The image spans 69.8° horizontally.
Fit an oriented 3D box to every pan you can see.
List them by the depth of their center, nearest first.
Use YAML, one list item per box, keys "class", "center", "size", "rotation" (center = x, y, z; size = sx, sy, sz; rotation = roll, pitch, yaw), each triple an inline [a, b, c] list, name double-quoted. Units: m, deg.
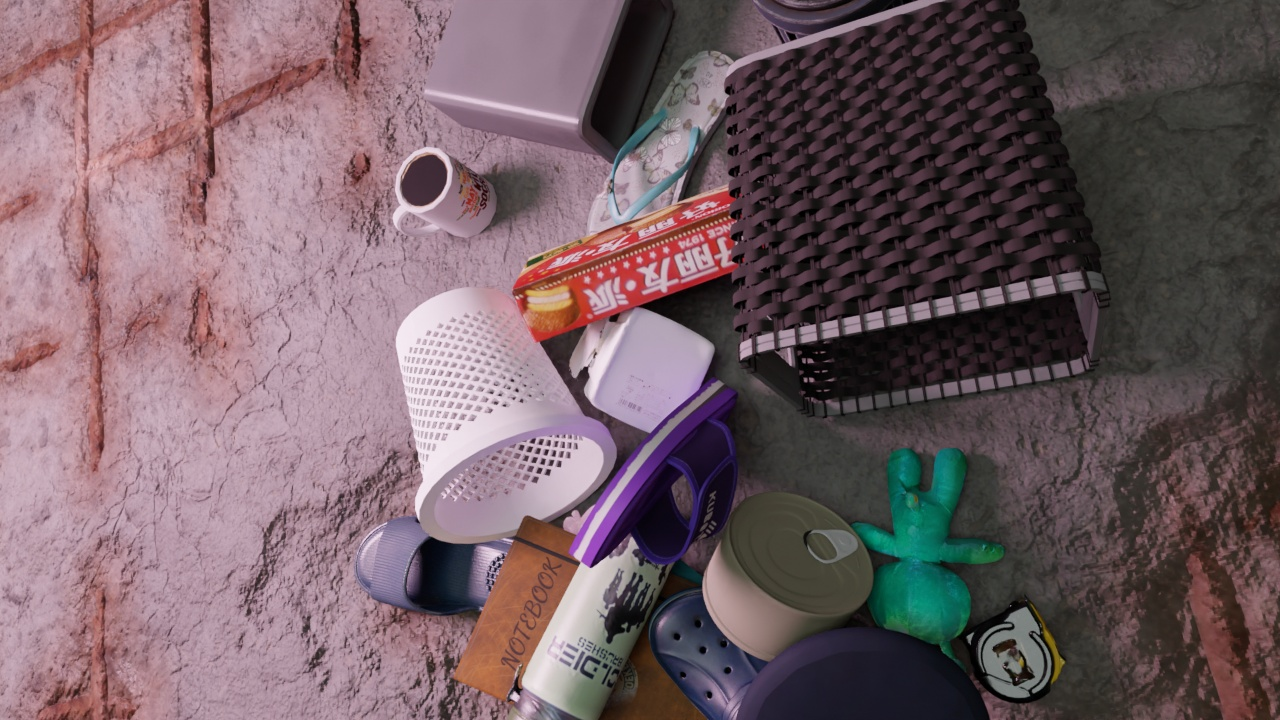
- class: "pan"
  center: [0.251, 0.298, 0.706]
  size: [0.356, 0.021, 0.199]
  rotation: [-2, 102, 4]

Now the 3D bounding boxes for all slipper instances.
- class: "slipper"
  center: [0.112, 0.292, 0.771]
  size: [0.105, 0.095, 0.253]
  rotation: [-42, 79, -2]
- class: "slipper"
  center: [0.045, 0.100, 0.774]
  size: [0.084, 0.265, 0.107]
  rotation: [33, 117, 10]
- class: "slipper"
  center: [-0.203, 0.215, 0.951]
  size: [0.264, 0.082, 0.101]
  rotation: [2, 79, 24]
- class: "slipper"
  center: [0.011, -0.208, 0.955]
  size: [0.098, 0.054, 0.268]
  rotation: [27, 90, 28]

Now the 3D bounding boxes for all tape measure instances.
- class: "tape measure"
  center: [0.303, 0.238, 0.743]
  size: [0.071, 0.042, 0.072]
  rotation: [-34, 71, 11]

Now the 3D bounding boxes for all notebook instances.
- class: "notebook"
  center: [-0.022, 0.256, 0.846]
  size: [0.249, 0.014, 0.178]
  rotation: [21, 74, 9]

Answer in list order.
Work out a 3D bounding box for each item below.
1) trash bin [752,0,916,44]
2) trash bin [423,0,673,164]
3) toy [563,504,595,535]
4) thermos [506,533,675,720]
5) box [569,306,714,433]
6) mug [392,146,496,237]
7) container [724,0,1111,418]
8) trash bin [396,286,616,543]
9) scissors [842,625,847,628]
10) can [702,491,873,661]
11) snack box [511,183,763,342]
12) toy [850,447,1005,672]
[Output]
- class: "trash bin"
  center: [0.184, -0.304, 0.798]
  size: [0.164, 0.227, 0.164]
  rotation: [-5, 78, 23]
- class: "trash bin"
  center: [-0.102, -0.337, 1.006]
  size: [0.220, 0.097, 0.191]
  rotation: [18, 88, 27]
- class: "toy"
  center: [-0.027, 0.172, 0.901]
  size: [0.110, 0.047, 0.063]
  rotation: [-6, 89, 18]
- class: "thermos"
  center: [-0.046, 0.239, 0.802]
  size: [0.082, 0.082, 0.231]
  rotation: [21, 75, 26]
- class: "box"
  center: [-0.016, 0.000, 0.922]
  size: [0.128, 0.137, 0.108]
  rotation: [25, 89, -14]
- class: "mug"
  center: [-0.228, -0.178, 1.033]
  size: [0.105, 0.089, 0.073]
  rotation: [-40, 67, 12]
- class: "container"
  center: [0.213, -0.111, 0.742]
  size: [0.246, 0.247, 0.243]
  rotation: [-11, 72, 21]
- class: "trash bin"
  center: [-0.152, 0.044, 0.915]
  size: [0.196, 0.195, 0.199]
  rotation: [-36, 58, 14]
- class: "scissors"
  center: [0.191, 0.261, 0.799]
  size: [0.125, 0.019, 0.156]
  rotation: [-29, 72, 21]
- class: "can"
  center: [0.122, 0.183, 0.777]
  size: [0.128, 0.127, 0.073]
  rotation: [41, 132, 25]
- class: "snack box"
  center: [0.000, -0.097, 0.880]
  size: [0.236, 0.113, 0.060]
  rotation: [-19, 110, 11]
- class: "toy"
  center: [0.235, 0.166, 0.775]
  size: [0.131, 0.072, 0.193]
  rotation: [-1, 71, 29]
